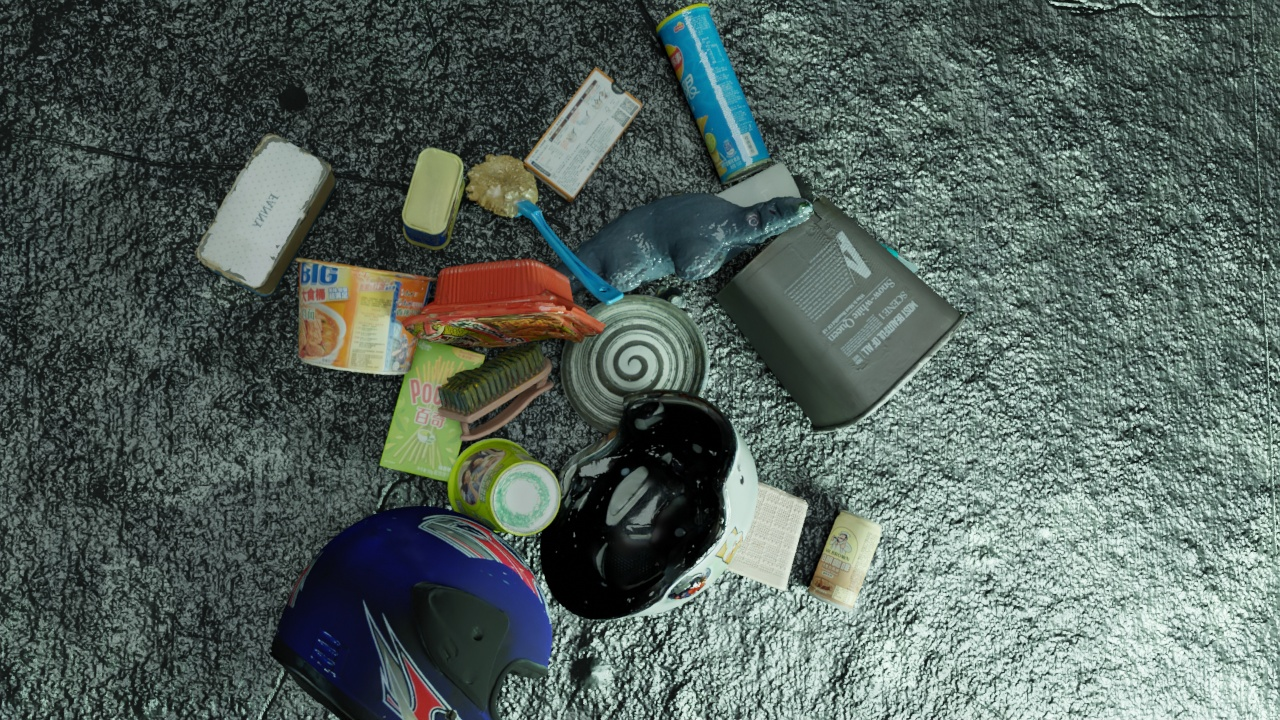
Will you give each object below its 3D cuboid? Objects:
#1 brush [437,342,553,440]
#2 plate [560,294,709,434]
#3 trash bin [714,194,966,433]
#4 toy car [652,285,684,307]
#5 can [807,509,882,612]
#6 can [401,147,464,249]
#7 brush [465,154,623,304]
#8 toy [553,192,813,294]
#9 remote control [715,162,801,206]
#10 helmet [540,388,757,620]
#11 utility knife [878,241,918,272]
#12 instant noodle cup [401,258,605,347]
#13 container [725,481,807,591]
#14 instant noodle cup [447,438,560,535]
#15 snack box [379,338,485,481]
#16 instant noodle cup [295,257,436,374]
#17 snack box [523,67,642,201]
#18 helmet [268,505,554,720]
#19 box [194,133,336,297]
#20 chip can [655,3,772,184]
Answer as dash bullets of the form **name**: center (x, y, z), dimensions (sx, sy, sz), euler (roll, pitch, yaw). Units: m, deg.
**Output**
- **brush**: center (-0.161, 0.034, 1.066), dimensions (0.145, 0.063, 0.073), euler (-32, 117, -38)
- **plate**: center (-0.007, 0.006, 1.102), dimensions (0.179, 0.024, 0.179), euler (-1, 105, -4)
- **trash bin**: center (0.226, -0.058, 1.102), dimensions (0.198, 0.199, 0.220), euler (-42, 90, -10)
- **toy car**: center (0.016, -0.057, 1.130), dimensions (0.090, 0.043, 0.034), euler (-39, 122, -8)
- **can**: center (0.257, 0.252, 1.154), dimensions (0.058, 0.058, 0.116), euler (25, 82, -9)
- **can**: center (-0.240, -0.187, 1.063), dimensions (0.057, 0.083, 0.102), euler (15, 84, -10)
- **brush**: center (-0.111, -0.151, 1.057), dimensions (0.083, 0.046, 0.254), euler (-30, 67, -36)
- **toy**: center (0.030, -0.138, 1.078), dimensions (0.357, 0.137, 0.091), euler (-14, 116, 19)
- **remote control**: center (0.131, -0.196, 1.170), dimensions (0.150, 0.021, 0.058), euler (-28, 93, -12)
- **helmet**: center (0.028, 0.177, 1.051), dimensions (0.156, 0.230, 0.274), euler (33, 91, -46)
- **utility knife**: center (0.287, -0.158, 1.203), dimensions (0.182, 0.013, 0.029), euler (27, 83, -9)
- **instant noodle cup**: center (-0.145, -0.060, 1.008), dimensions (0.189, 0.164, 0.079), euler (-4, 83, 14)
- **container**: center (0.142, 0.209, 1.119), dimensions (0.090, 0.090, 0.110), euler (22, 80, -10)
- **instant noodle cup**: center (-0.148, 0.148, 1.032), dimensions (0.111, 0.124, 0.111), euler (0, 91, -25)
- **snack box**: center (-0.244, 0.058, 1.079), dimensions (0.085, 0.026, 0.156), euler (16, 84, -11)
- **instant noodle cup**: center (-0.309, -0.048, 1.016), dimensions (0.151, 0.151, 0.111), euler (8, 93, -11)
- **snack box**: center (-0.071, -0.278, 1.131), dimensions (0.075, 0.026, 0.153), euler (37, 81, -8)
- **helmet**: center (-0.210, 0.297, 0.969), dimensions (0.315, 0.248, 0.239), euler (49, 62, -14)
- **box**: center (-0.424, -0.158, 1.038), dimensions (0.090, 0.061, 0.184), euler (30, 84, -8)
- **chip can**: center (0.092, -0.330, 1.144), dimensions (0.071, 0.071, 0.210), euler (-24, 93, -12)
